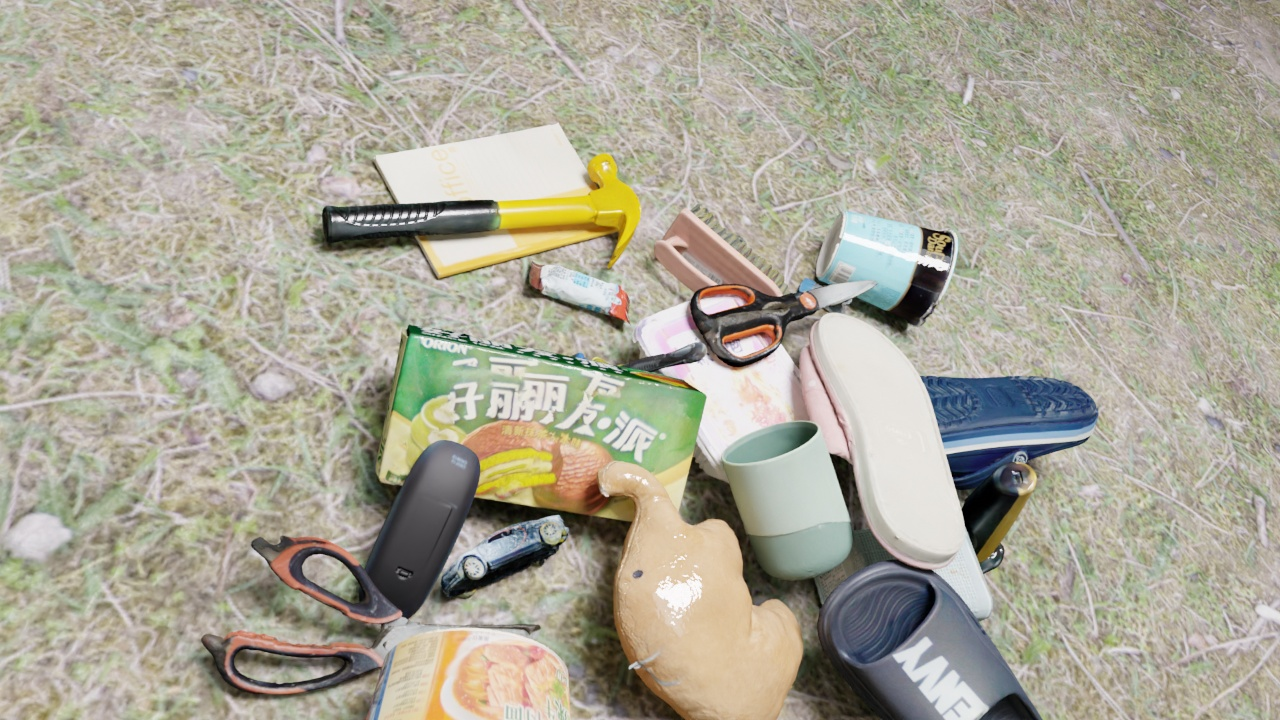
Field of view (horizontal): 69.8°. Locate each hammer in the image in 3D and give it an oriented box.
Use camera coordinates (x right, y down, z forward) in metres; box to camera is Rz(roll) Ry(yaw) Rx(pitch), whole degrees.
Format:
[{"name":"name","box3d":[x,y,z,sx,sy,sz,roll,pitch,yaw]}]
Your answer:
[{"name":"hammer","box3d":[-0.136,-0.134,0.847,0.300,0.033,0.128,-8,57,-26]}]

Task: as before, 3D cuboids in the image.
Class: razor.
[{"name":"razor","box3d":[0.300,0.140,0.794,0.067,0.168,0.062,5,53,1]},{"name":"razor","box3d":[-0.005,0.005,0.787,0.022,0.143,0.042,50,41,-39]}]

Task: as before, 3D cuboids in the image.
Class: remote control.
[{"name":"remote control","box3d":[-0.157,0.123,0.656,0.053,0.024,0.136,25,85,-17]}]

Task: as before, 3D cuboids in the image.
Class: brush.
[{"name":"brush","box3d":[0.083,-0.084,0.909,0.145,0.063,0.072,41,49,3]}]

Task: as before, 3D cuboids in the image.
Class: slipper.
[{"name":"slipper","box3d":[0.313,0.072,0.894,0.252,0.095,0.105,-7,26,-6]},{"name":"slipper","box3d":[0.199,0.063,0.782,0.114,0.055,0.273,12,41,-19]},{"name":"slipper","box3d":[0.246,0.259,0.692,0.110,0.083,0.268,-42,104,-6]}]

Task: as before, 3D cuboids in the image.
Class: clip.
[{"name":"clip","box3d":[0.195,-0.067,0.978,0.057,0.028,0.024,27,50,5]}]

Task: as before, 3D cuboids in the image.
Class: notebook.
[{"name":"notebook","box3d":[-0.135,-0.162,0.896,0.205,0.010,0.146,-19,69,-32]}]

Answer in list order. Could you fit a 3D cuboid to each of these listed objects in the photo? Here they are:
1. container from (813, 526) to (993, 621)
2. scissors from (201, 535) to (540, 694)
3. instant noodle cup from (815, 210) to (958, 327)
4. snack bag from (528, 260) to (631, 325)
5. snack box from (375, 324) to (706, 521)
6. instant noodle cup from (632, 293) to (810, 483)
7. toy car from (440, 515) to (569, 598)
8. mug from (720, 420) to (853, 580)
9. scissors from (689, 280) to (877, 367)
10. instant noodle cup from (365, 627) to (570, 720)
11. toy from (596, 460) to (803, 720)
[{"name":"container","box3d":[0.215,0.188,0.778,0.111,0.090,0.089,0,59,-20]},{"name":"scissors","box3d":[-0.177,0.182,0.631,0.196,0.015,0.214,-32,102,-18]},{"name":"instant noodle cup","box3d":[0.257,-0.106,0.978,0.120,0.111,0.111,18,54,-2]},{"name":"snack bag","box3d":[-0.055,-0.065,0.859,0.104,0.026,0.048,16,34,-12]},{"name":"snack box","box3d":[-0.076,0.052,0.719,0.240,0.063,0.114,12,96,-16]},{"name":"instant noodle cup","box3d":[0.075,0.030,0.835,0.137,0.060,0.173,-22,69,-33]},{"name":"toy car","box3d":[-0.103,0.146,0.690,0.105,0.049,0.031,-19,65,-32]},{"name":"mug","box3d":[0.124,0.108,0.741,0.111,0.082,0.106,-41,113,-62]},{"name":"scissors","box3d":[0.140,-0.065,0.873,0.125,0.022,0.234,45,52,8]},{"name":"instant noodle cup","box3d":[-0.108,0.244,0.571,0.151,0.152,0.111,14,47,-15]},{"name":"toy","box3d":[0.035,0.177,0.678,0.226,0.083,0.143,54,38,-10]}]
